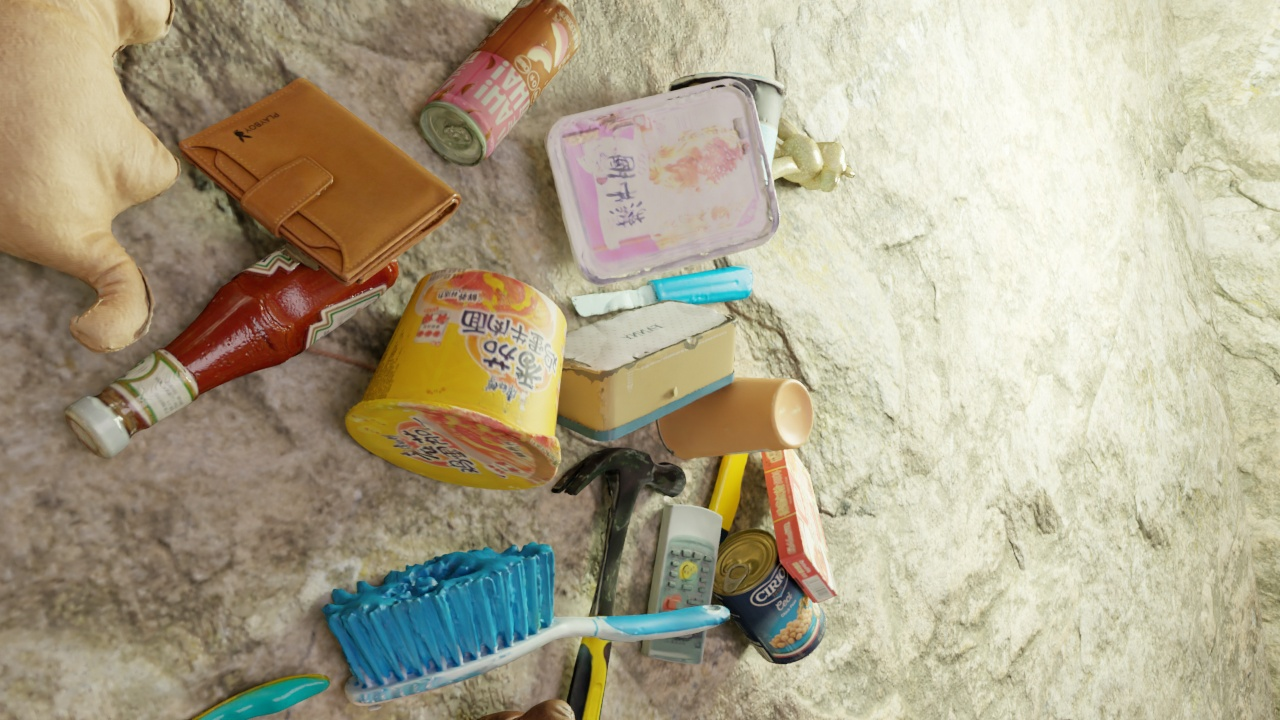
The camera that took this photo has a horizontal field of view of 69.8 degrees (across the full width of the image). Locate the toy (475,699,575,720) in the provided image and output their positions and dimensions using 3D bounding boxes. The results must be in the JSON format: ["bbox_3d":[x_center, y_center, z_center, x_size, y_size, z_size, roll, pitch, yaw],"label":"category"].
[{"bbox_3d":[-0.077,0.336,0.600,0.140,0.131,0.199,67,33,-46],"label":"toy"}]

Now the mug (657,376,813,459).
[{"bbox_3d":[0.085,0.049,0.803,0.078,0.123,0.078,4,84,-44],"label":"mug"}]

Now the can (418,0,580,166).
[{"bbox_3d":[-0.102,-0.212,0.688,0.058,0.058,0.147,50,55,-29],"label":"can"}]

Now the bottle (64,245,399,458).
[{"bbox_3d":[-0.235,-0.018,0.543,0.205,0.060,0.060,-44,116,-37],"label":"bottle"}]

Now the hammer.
[{"bbox_3d":[-0.038,0.227,0.731,0.126,0.032,0.322,23,71,-41],"label":"hammer"}]

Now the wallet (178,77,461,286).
[{"bbox_3d":[-0.194,-0.111,0.563,0.132,0.031,0.107,38,51,6],"label":"wallet"}]

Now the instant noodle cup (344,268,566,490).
[{"bbox_3d":[-0.112,0.012,0.614,0.138,0.138,0.109,35,55,-37],"label":"instant noodle cup"}]

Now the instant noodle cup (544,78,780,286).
[{"bbox_3d":[0.016,-0.144,0.753,0.173,0.060,0.138,-15,99,-7],"label":"instant noodle cup"}]

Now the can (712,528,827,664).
[{"bbox_3d":[0.118,0.221,0.853,0.111,0.075,0.075,55,52,-27],"label":"can"}]

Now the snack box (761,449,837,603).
[{"bbox_3d":[0.147,0.146,0.868,0.075,0.025,0.152,53,21,-34],"label":"snack box"}]

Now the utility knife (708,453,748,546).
[{"bbox_3d":[0.090,0.098,0.878,0.033,0.015,0.163,36,63,-36],"label":"utility knife"}]

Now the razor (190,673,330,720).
[{"bbox_3d":[-0.244,0.214,0.532,0.132,0.028,0.043,-20,124,-40],"label":"razor"}]

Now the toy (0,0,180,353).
[{"bbox_3d":[-0.309,-0.115,0.463,0.143,0.083,0.226,-3,91,-34],"label":"toy"}]

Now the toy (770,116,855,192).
[{"bbox_3d":[0.155,-0.201,0.944,0.156,0.066,0.105,-12,53,-41],"label":"toy"}]

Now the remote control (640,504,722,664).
[{"bbox_3d":[0.037,0.195,0.807,0.056,0.019,0.135,17,74,-25],"label":"remote control"}]

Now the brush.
[{"bbox_3d":[-0.064,0.181,0.664,0.313,0.061,0.109,-10,100,-31],"label":"brush"}]

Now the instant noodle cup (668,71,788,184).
[{"bbox_3d":[0.077,-0.187,0.835,0.111,0.111,0.120,4,90,-44],"label":"instant noodle cup"}]

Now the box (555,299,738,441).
[{"bbox_3d":[-0.004,0.004,0.737,0.183,0.090,0.061,-23,122,-40],"label":"box"}]

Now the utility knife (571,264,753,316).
[{"bbox_3d":[0.027,-0.062,0.828,0.235,0.018,0.034,-12,96,-45],"label":"utility knife"}]
